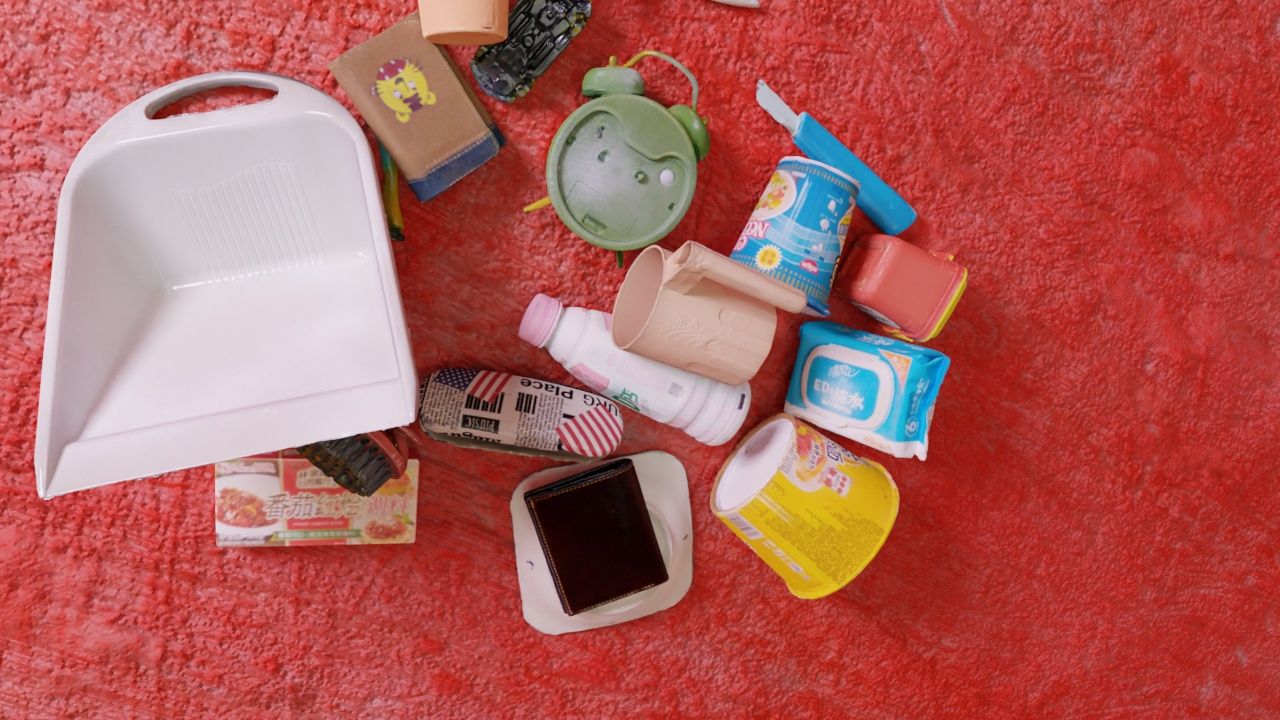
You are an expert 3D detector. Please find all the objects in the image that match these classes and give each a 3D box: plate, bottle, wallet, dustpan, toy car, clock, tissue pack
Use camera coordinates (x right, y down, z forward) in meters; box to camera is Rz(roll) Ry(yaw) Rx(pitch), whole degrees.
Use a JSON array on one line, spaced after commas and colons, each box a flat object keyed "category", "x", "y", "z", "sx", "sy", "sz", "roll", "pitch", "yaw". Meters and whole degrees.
[{"category": "plate", "x": -0.028, "y": 0.167, "z": 0.812, "sx": 0.163, "sy": 0.034, "sz": 0.164, "roll": -9, "pitch": 106, "yaw": -14}, {"category": "bottle", "x": -0.004, "y": 0.004, "z": 0.756, "sx": 0.197, "sy": 0.068, "sz": 0.068, "roll": 27, "pitch": 96, "yaw": -19}, {"category": "wallet", "x": -0.036, "y": 0.151, "z": 0.776, "sx": 0.096, "sy": 0.020, "sz": 0.122, "roll": -18, "pitch": 109, "yaw": -5}, {"category": "wallet", "x": -0.158, "y": -0.184, "z": 0.666, "sx": 0.090, "sy": 0.033, "sz": 0.115, "roll": -45, "pitch": 112, "yaw": -29}, {"category": "dustpan", "x": -0.269, "y": -0.072, "z": 0.587, "sx": 0.222, "sy": 0.257, "sz": 0.143, "roll": -12, "pitch": 128, "yaw": -6}, {"category": "toy car", "x": -0.082, "y": -0.241, "z": 0.685, "sx": 0.048, "sy": 0.032, "sz": 0.105, "roll": 40, "pitch": 103, "yaw": -21}, {"category": "clock", "x": -0.011, "y": -0.161, "z": 0.714, "sx": 0.116, "sy": 0.056, "sz": 0.161, "roll": 29, "pitch": 96, "yaw": -22}, {"category": "tissue pack", "x": 0.191, "y": 0.022, "z": 0.785, "sx": 0.063, "sy": 0.140, "sz": 0.090, "roll": -5, "pitch": 109, "yaw": -47}]

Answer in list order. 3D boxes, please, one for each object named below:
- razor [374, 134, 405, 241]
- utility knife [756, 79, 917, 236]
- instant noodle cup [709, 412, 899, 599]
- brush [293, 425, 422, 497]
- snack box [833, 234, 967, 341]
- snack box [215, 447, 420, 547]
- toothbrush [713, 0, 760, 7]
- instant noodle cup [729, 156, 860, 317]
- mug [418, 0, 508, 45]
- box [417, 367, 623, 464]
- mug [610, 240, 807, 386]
[{"category": "razor", "x": -0.194, "y": -0.154, "z": 0.678, "sx": 0.028, "sy": 0.043, "sz": 0.132, "roll": -17, "pitch": 109, "yaw": -47}, {"category": "utility knife", "x": 0.166, "y": -0.171, "z": 0.782, "sx": 0.191, "sy": 0.018, "sz": 0.034, "roll": 37, "pitch": 81, "yaw": -21}, {"category": "instant noodle cup", "x": 0.135, "y": 0.119, "z": 0.798, "sx": 0.110, "sy": 0.138, "sz": 0.138, "roll": 38, "pitch": 92, "yaw": -12}, {"category": "brush", "x": -0.234, "y": 0.038, "z": 0.692, "sx": 0.146, "sy": 0.063, "sz": 0.069, "roll": 42, "pitch": 54, "yaw": -10}, {"category": "snack box", "x": 0.221, "y": -0.068, "z": 0.790, "sx": 0.080, "sy": 0.091, "sz": 0.082, "roll": 28, "pitch": 94, "yaw": -14}, {"category": "snack box", "x": -0.256, "y": 0.109, "z": 0.734, "sx": 0.152, "sy": 0.025, "sz": 0.075, "roll": 2, "pitch": 105, "yaw": -17}, {"category": "toothbrush", "x": 0.005, "y": -0.294, "z": 0.704, "sx": 0.191, "sy": 0.016, "sz": 0.018, "roll": 9, "pitch": 113, "yaw": -18}, {"category": "instant noodle cup", "x": 0.128, "y": -0.103, "z": 0.756, "sx": 0.099, "sy": 0.099, "sz": 0.110, "roll": 22, "pitch": 89, "yaw": -20}, {"category": "mug", "x": -0.124, "y": -0.284, "z": 0.630, "sx": 0.078, "sy": 0.078, "sz": 0.123, "roll": -4, "pitch": 101, "yaw": -15}, {"category": "box", "x": -0.095, "y": 0.047, "z": 0.726, "sx": 0.163, "sy": 0.088, "sz": 0.076, "roll": 12, "pitch": 98, "yaw": -8}, {"category": "mug", "x": 0.051, "y": -0.040, "z": 0.696, "sx": 0.103, "sy": 0.125, "sz": 0.084, "roll": 20, "pitch": 60, "yaw": -22}]
